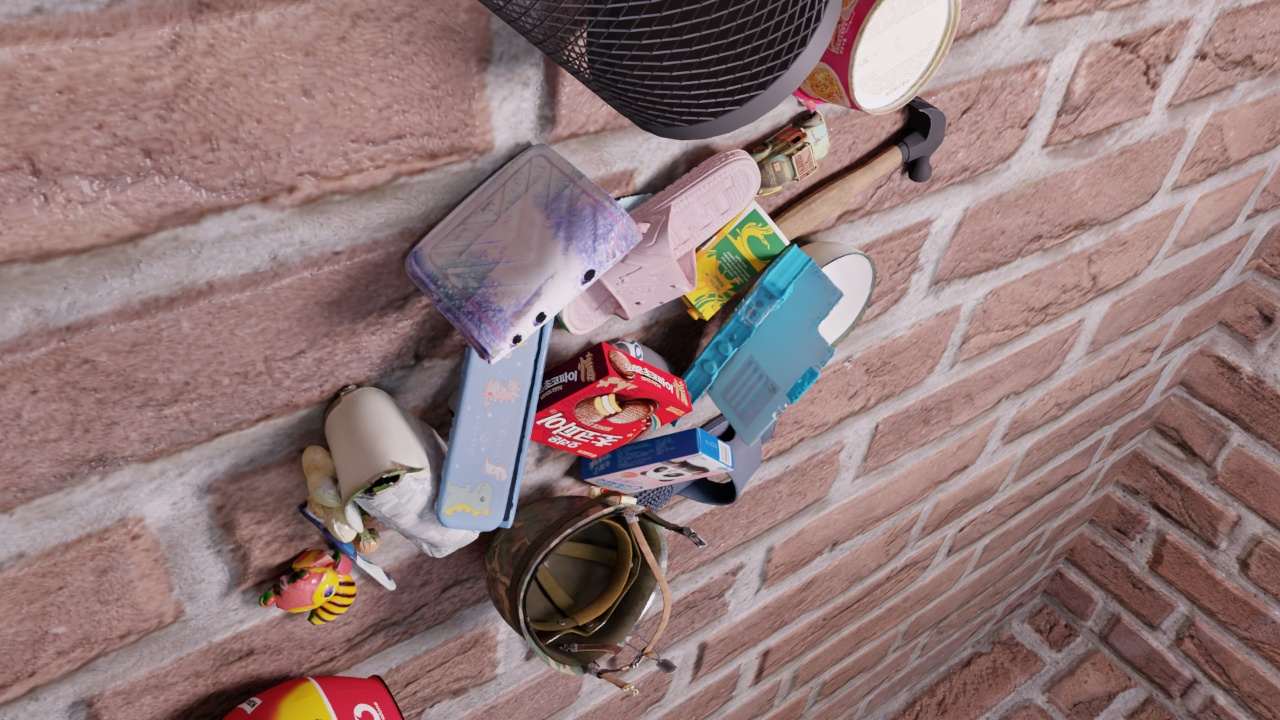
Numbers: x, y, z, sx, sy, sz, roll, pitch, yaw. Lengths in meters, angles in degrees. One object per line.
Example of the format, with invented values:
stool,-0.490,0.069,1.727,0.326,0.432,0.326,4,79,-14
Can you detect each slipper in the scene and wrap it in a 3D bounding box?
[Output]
slipper,0.023,-0.102,0.860,0.239,0.064,0.094,-39,146,1
slipper,0.084,0.146,1.169,0.263,0.082,0.101,-26,138,-23

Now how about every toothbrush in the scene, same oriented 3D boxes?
toothbrush,-0.283,0.187,0.907,0.017,0.016,0.189,-44,145,-18

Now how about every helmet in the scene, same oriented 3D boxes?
helmet,-0.358,0.447,0.939,0.224,0.197,0.272,-12,142,-37
helmet,-0.046,0.240,1.001,0.224,0.236,0.193,7,97,-37

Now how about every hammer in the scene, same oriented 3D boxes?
hammer,0.210,-0.184,1.004,0.305,0.040,0.132,-34,146,-14

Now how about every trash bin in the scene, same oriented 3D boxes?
trash bin,-0.001,-0.272,0.562,0.218,0.218,0.227,-50,148,8

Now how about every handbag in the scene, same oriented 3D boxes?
handbag,-0.222,0.117,0.818,0.123,0.112,0.171,-33,144,0
handbag,-0.092,-0.081,0.730,0.158,0.126,0.069,-42,147,-6

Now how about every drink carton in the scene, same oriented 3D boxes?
drink carton,0.083,-0.100,0.932,0.122,0.041,0.058,-43,103,-2

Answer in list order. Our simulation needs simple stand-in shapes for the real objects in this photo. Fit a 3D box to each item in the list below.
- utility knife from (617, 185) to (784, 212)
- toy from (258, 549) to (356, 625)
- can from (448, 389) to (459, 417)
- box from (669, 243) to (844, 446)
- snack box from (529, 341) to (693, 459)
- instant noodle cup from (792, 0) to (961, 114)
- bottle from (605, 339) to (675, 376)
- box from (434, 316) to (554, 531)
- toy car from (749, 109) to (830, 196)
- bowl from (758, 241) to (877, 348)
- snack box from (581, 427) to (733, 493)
utility knife,0.063,-0.164,0.897,0.227,0.019,0.030,-15,126,-30
toy,-0.315,0.220,0.884,0.084,0.046,0.103,-44,149,-11
can,-0.160,0.062,0.887,0.031,0.031,0.081,-33,143,-16
box,0.130,0.002,0.978,0.227,0.117,0.097,-54,175,39
snack box,-0.044,0.046,0.932,0.133,0.035,0.152,-28,151,25
instant noodle cup,0.222,-0.307,0.852,0.178,0.077,0.179,-26,141,-24
bottle,-0.006,0.006,0.970,0.047,0.047,0.112,-52,144,10
box,-0.117,0.047,0.812,0.122,0.047,0.209,15,85,-66
toy car,0.153,-0.202,0.907,0.111,0.047,0.047,-37,129,-16
bowl,0.193,-0.076,1.060,0.153,0.073,0.154,-26,141,-23
snack box,0.019,0.116,1.045,0.154,0.033,0.088,-16,154,27
